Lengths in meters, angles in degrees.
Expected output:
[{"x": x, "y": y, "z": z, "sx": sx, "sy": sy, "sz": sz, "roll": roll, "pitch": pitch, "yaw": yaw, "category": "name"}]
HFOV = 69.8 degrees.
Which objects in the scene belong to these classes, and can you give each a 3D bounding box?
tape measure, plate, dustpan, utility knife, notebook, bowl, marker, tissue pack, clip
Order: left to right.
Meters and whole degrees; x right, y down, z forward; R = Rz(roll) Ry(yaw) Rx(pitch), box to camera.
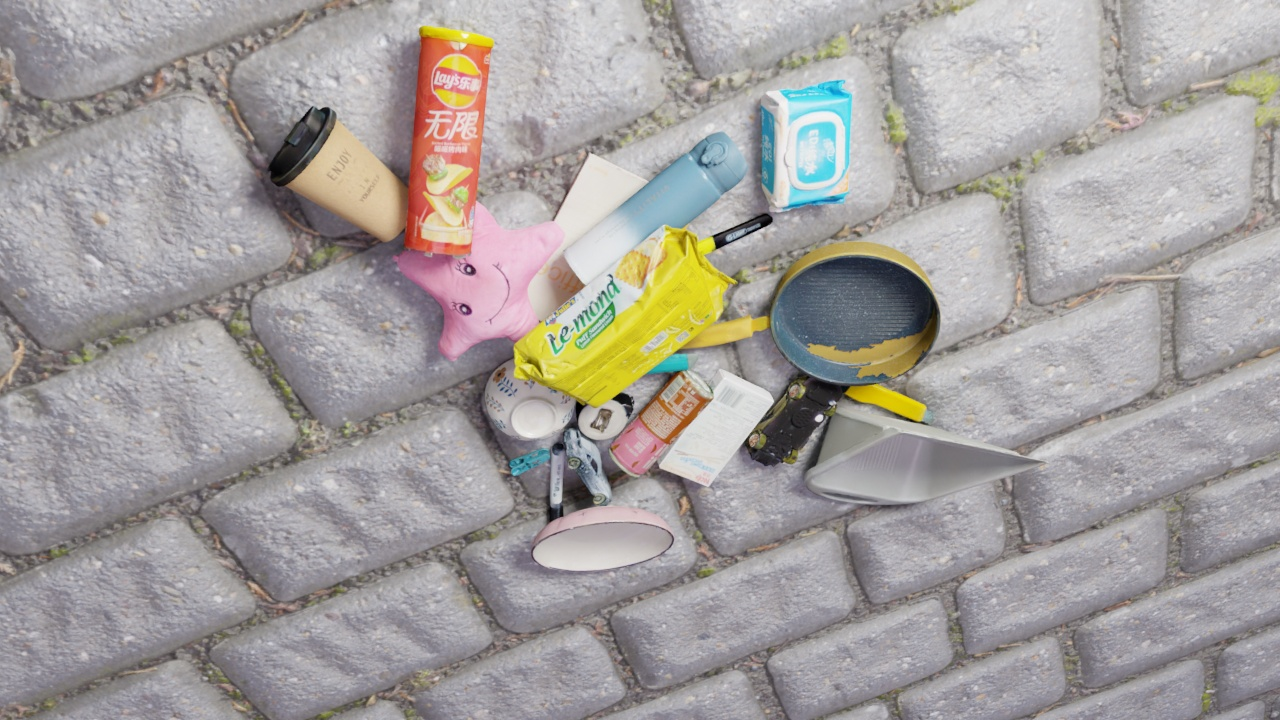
[{"x": -0.143, "y": 0.130, "z": 1.188, "sx": 0.057, "sy": 0.046, "sz": 0.014, "roll": -22, "pitch": 122, "yaw": 1, "category": "clip"}, {"x": -0.131, "y": 0.055, "z": 1.119, "sx": 0.113, "sy": 0.062, "sz": 0.114, "roll": -5, "pitch": 121, "yaw": -9, "category": "bowl"}, {"x": -0.110, "y": 0.165, "z": 1.218, "sx": 0.022, "sy": 0.018, "sz": 0.131, "roll": -5, "pitch": 123, "yaw": -18, "category": "marker"}, {"x": -0.052, "y": 0.235, "z": 1.229, "sx": 0.192, "sy": 0.039, "sz": 0.193, "roll": -6, "pitch": 150, "yaw": -4, "category": "plate"}, {"x": -0.049, "y": 0.067, "z": 1.160, "sx": 0.065, "sy": 0.033, "sz": 0.066, "roll": 17, "pitch": 116, "yaw": -19, "category": "tape measure"}, {"x": -0.044, "y": -0.119, "z": 1.058, "sx": 0.145, "sy": 0.010, "sz": 0.207, "roll": 21, "pitch": 115, "yaw": -24, "category": "notebook"}, {"x": -0.007, "y": 0.007, "z": 1.129, "sx": 0.160, "sy": 0.013, "sz": 0.029, "roll": -5, "pitch": 134, "yaw": 6, "category": "utility knife"}, {"x": 0.097, "y": -0.142, "z": 1.071, "sx": 0.124, "sy": 0.015, "sz": 0.018, "roll": -23, "pitch": 126, "yaw": 2, "category": "marker"}, {"x": 0.182, "y": -0.233, "z": 1.003, "sx": 0.090, "sy": 0.063, "sz": 0.140, "roll": -9, "pitch": 123, "yaw": -6, "category": "tissue pack"}, {"x": 0.335, "y": 0.054, "z": 1.241, "sx": 0.173, "sy": 0.015, "sz": 0.033, "roll": 22, "pitch": 120, "yaw": -24, "category": "utility knife"}, {"x": 0.341, "y": 0.151, "z": 1.201, "sx": 0.222, "sy": 0.258, "sz": 0.142, "roll": 12, "pitch": 95, "yaw": -18, "category": "dustpan"}]

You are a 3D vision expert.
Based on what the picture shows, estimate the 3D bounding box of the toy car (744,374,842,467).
[{"x": 0.203, "y": 0.078, "z": 1.212, "sx": 0.070, "sy": 0.042, "sz": 0.158, "roll": 27, "pitch": 114, "yaw": -25, "category": "toy car"}]

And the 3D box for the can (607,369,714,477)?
[{"x": 0.026, "y": 0.078, "z": 1.160, "sx": 0.058, "sy": 0.058, "sz": 0.147, "roll": 35, "pitch": 104, "yaw": -28, "category": "can"}]

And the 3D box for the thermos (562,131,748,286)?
[{"x": 0.017, "y": -0.162, "z": 0.999, "sx": 0.221, "sy": 0.070, "sz": 0.070, "roll": -38, "pitch": 121, "yaw": 12, "category": "thermos"}]

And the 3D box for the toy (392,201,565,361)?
[{"x": -0.185, "y": -0.083, "z": 1.013, "sx": 0.178, "sy": 0.074, "sz": 0.195, "roll": 13, "pitch": 114, "yaw": -9, "category": "toy"}]

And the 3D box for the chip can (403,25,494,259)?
[{"x": -0.191, "y": -0.213, "z": 0.907, "sx": 0.073, "sy": 0.073, "sz": 0.217, "roll": 4, "pitch": 108, "yaw": -14, "category": "chip can"}]

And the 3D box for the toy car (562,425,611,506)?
[{"x": -0.065, "y": 0.137, "z": 1.188, "sx": 0.037, "sy": 0.054, "sz": 0.121, "roll": -23, "pitch": 123, "yaw": 5, "category": "toy car"}]

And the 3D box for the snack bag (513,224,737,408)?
[{"x": -0.012, "y": -0.039, "z": 1.031, "sx": 0.247, "sy": 0.068, "sz": 0.158, "roll": -38, "pitch": 154, "yaw": 9, "category": "snack bag"}]

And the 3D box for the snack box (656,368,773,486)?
[{"x": 0.097, "y": 0.091, "z": 1.208, "sx": 0.084, "sy": 0.026, "sz": 0.157, "roll": 25, "pitch": 114, "yaw": -24, "category": "snack box"}]

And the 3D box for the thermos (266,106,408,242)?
[{"x": -0.298, "y": -0.184, "z": 0.924, "sx": 0.093, "sy": 0.093, "sz": 0.143, "roll": -41, "pitch": 127, "yaw": 14, "category": "thermos"}]

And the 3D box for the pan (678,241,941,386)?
[{"x": 0.175, "y": -0.043, "z": 1.108, "sx": 0.358, "sy": 0.078, "sz": 0.198, "roll": 0, "pitch": 129, "yaw": 13, "category": "pan"}]
